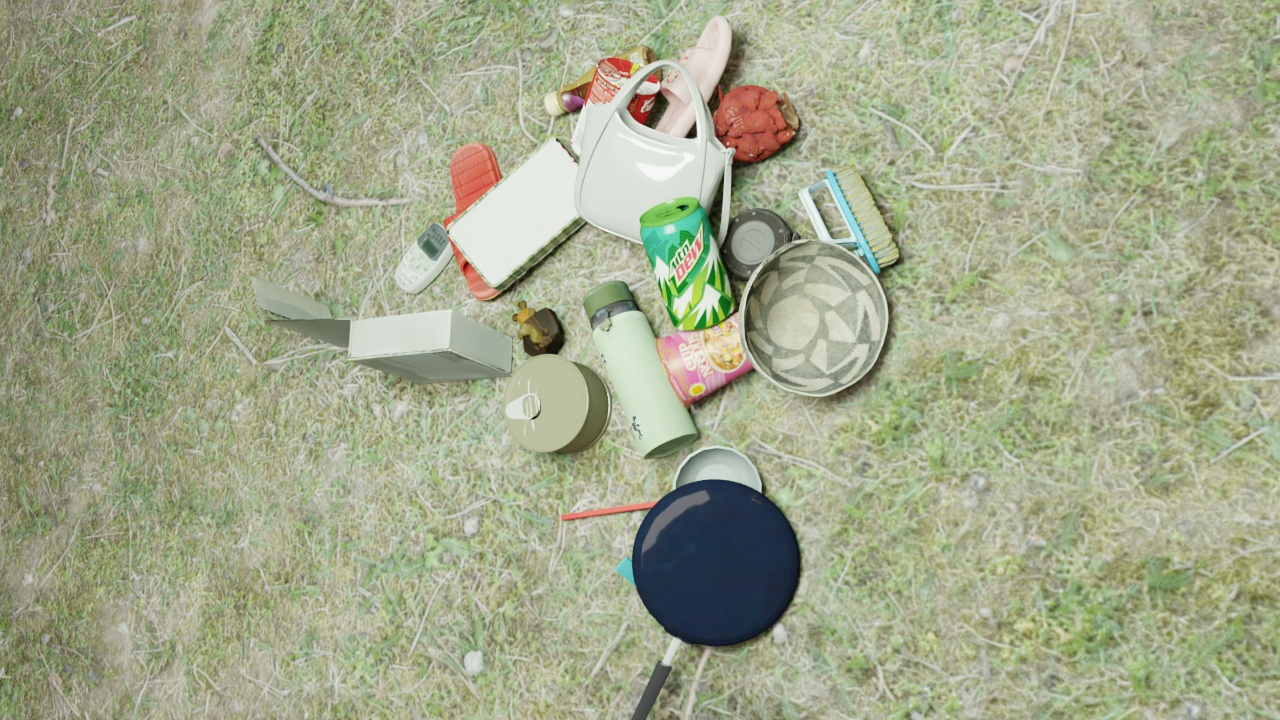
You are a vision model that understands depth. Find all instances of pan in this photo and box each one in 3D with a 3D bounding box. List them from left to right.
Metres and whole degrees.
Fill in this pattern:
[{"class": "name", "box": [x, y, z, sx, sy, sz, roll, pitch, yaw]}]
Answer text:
[{"class": "pan", "box": [0.055, 0.311, 1.091, 0.199, 0.021, 0.356, 26, 93, 3]}]

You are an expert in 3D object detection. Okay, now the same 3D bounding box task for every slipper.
[{"class": "slipper", "box": [-0.237, -0.209, 1.327, 0.104, 0.059, 0.248, -18, 74, 22]}, {"class": "slipper", "box": [0.051, -0.343, 1.192, 0.222, 0.055, 0.106, -61, 20, 15]}]

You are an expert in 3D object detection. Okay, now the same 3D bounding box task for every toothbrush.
[{"class": "toothbrush", "box": [-0.010, 0.185, 1.187, 0.213, 0.012, 0.018, -12, 77, 23]}]

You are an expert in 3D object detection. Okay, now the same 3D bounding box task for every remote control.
[{"class": "remote control", "box": [-0.322, -0.151, 1.374, 0.114, 0.028, 0.060, -47, 67, 12]}]

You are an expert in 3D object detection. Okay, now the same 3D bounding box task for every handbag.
[{"class": "handbag", "box": [0.028, -0.256, 1.137, 0.216, 0.095, 0.223, 22, 119, 13]}]

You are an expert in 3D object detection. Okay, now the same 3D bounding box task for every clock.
[{"class": "clock", "box": [0.151, -0.139, 1.142, 0.123, 0.043, 0.091, 42, 101, 23]}]

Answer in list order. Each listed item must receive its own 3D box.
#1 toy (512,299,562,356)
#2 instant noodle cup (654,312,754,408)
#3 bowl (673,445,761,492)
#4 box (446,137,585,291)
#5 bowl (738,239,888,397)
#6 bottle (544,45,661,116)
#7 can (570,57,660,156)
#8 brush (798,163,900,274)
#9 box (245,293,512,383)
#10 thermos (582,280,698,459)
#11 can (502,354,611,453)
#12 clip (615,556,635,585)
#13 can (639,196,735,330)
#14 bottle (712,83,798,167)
[{"class": "toy", "box": [-0.148, -0.050, 1.262, 0.100, 0.062, 0.076, 46, 121, 29]}, {"class": "instant noodle cup", "box": [0.087, -0.006, 1.130, 0.109, 0.097, 0.097, -24, 73, 12]}, {"class": "bowl", "box": [0.093, 0.156, 1.119, 0.106, 0.039, 0.106, 0, 89, 5]}, {"class": "box", "box": [-0.156, -0.200, 1.260, 0.205, 0.051, 0.117, -41, 83, 3]}, {"class": "bowl", "box": [0.192, -0.047, 1.076, 0.178, 0.081, 0.178, 0, 90, -9]}, {"class": "bottle", "box": [-0.055, -0.378, 1.266, 0.166, 0.059, 0.059, -14, 76, 23]}, {"class": "can", "box": [-0.034, -0.324, 1.208, 0.086, 0.086, 0.117, 46, 133, 23]}, {"class": "brush", "box": [0.249, -0.160, 1.093, 0.075, 0.055, 0.135, -26, 72, 14]}, {"class": "box", "box": [-0.372, -0.028, 1.302, 0.369, 0.166, 0.098, 2, 78, 23]}, {"class": "thermos", "box": [-0.007, 0.007, 1.173, 0.082, 0.082, 0.231, -29, 71, 18]}, {"class": "can", "box": [-0.109, 0.060, 1.218, 0.128, 0.073, 0.127, -4, 81, 24]}, {"class": "clip", "box": [0.022, 0.284, 1.122, 0.119, 0.102, 0.027, 44, 103, 10]}, {"class": "can", "box": [0.056, -0.115, 1.099, 0.083, 0.082, 0.144, -9, 118, 23]}, {"class": "bottle", "box": [0.136, -0.301, 1.153, 0.111, 0.098, 0.099, -25, 72, 30]}]
